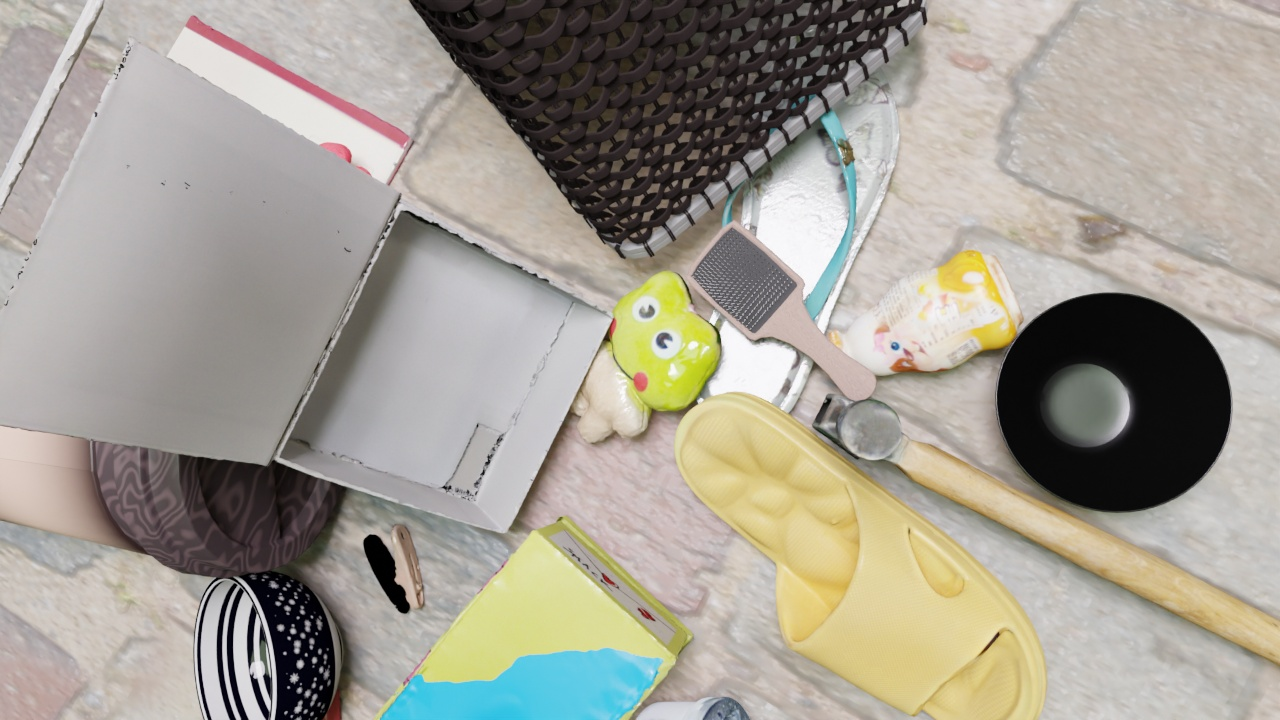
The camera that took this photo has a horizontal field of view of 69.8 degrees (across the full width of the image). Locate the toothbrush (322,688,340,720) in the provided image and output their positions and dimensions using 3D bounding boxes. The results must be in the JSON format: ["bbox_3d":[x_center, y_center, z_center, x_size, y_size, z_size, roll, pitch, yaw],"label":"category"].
[{"bbox_3d":[-0.207,0.319,0.617,0.016,0.016,0.189,-6,84,10],"label":"toothbrush"}]

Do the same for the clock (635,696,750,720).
[{"bbox_3d":[0.024,0.243,0.533,0.057,0.117,0.083,-11,83,33],"label":"clock"}]

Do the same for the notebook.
[{"bbox_3d":[-0.288,-0.145,0.675,0.209,0.012,0.153,30,90,11],"label":"notebook"}]

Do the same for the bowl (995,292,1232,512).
[{"bbox_3d":[0.269,0.025,0.541,0.124,0.052,0.124,-1,85,10],"label":"bowl"}]

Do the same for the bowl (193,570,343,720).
[{"bbox_3d":[-0.236,0.195,0.601,0.120,0.066,0.120,-1,89,43],"label":"bowl"}]

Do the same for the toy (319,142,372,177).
[{"bbox_3d":[-0.239,-0.093,0.632,0.135,0.045,0.091,-37,83,11],"label":"toy"}]

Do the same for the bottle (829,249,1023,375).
[{"bbox_3d":[0.171,-0.022,0.558,0.109,0.063,0.063,-24,81,20],"label":"bottle"}]

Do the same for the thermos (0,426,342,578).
[{"bbox_3d":[-0.330,0.043,0.593,0.226,0.172,0.172,3,85,16],"label":"thermos"}]

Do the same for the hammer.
[{"bbox_3d":[0.249,0.103,0.520,0.330,0.132,0.033,27,89,1],"label":"hammer"}]

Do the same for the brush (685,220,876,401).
[{"bbox_3d":[0.088,-0.025,0.557,0.135,0.015,0.050,44,110,10],"label":"brush"}]

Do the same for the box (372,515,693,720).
[{"bbox_3d":[-0.084,0.220,0.576,0.124,0.079,0.221,39,94,10],"label":"box"}]

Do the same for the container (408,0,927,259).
[{"bbox_3d":[-0.018,-0.250,0.492,0.246,0.243,0.247,-40,66,4],"label":"container"}]

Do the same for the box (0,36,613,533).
[{"bbox_3d":[-0.188,-0.030,0.462,0.108,0.418,0.166,25,90,41],"label":"box"}]

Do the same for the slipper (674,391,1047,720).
[{"bbox_3d":[0.117,0.123,0.531,0.263,0.078,0.100,43,125,15],"label":"slipper"}]

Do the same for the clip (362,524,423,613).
[{"bbox_3d":[-0.172,0.144,0.623,0.045,0.025,0.061,-14,87,8],"label":"clip"}]

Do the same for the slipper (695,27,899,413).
[{"bbox_3d":[0.101,-0.085,0.581,0.098,0.054,0.268,14,89,9],"label":"slipper"}]

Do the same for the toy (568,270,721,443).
[{"bbox_3d":[-0.003,0.003,0.589,0.118,0.043,0.092,-42,57,18],"label":"toy"}]
